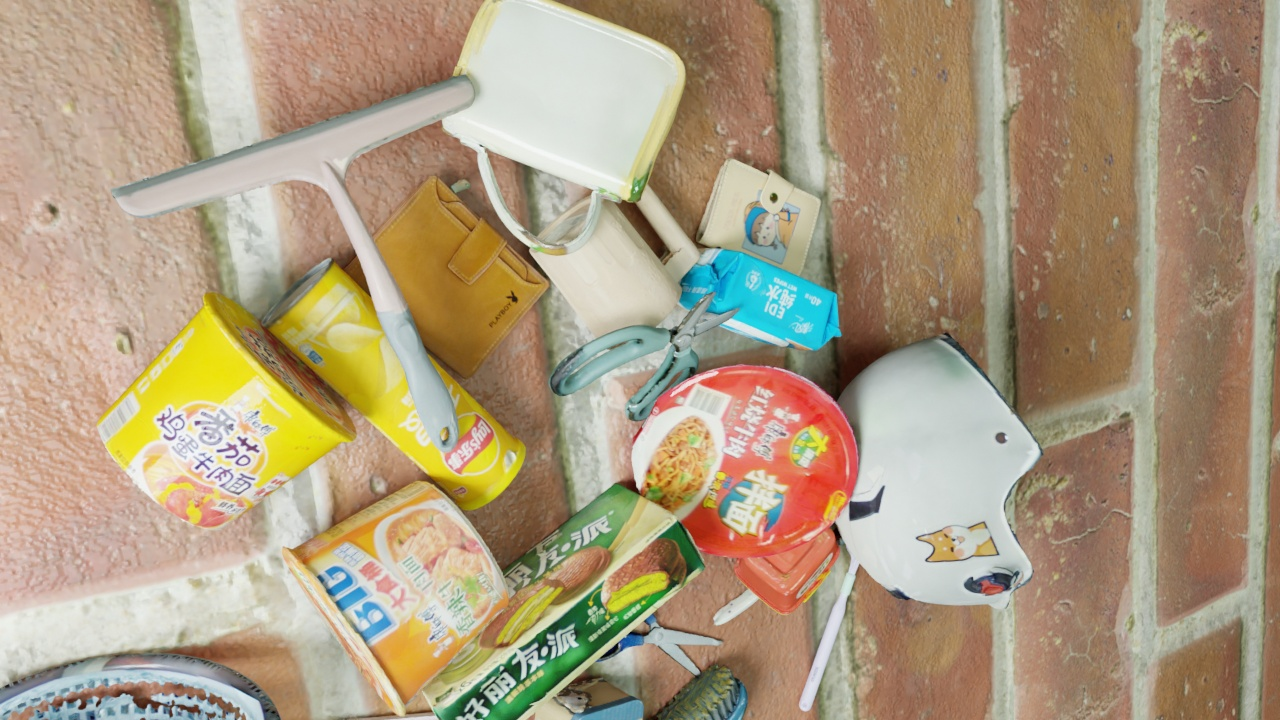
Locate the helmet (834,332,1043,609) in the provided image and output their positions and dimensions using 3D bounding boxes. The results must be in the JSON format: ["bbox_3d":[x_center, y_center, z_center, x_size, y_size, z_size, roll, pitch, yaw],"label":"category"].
[{"bbox_3d":[0.250,0.116,0.861,0.157,0.229,0.274,-9,123,-2],"label":"helmet"}]

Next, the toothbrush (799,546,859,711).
[{"bbox_3d":[0.202,0.278,0.961,0.021,0.029,0.189,18,90,-65],"label":"toothbrush"}]

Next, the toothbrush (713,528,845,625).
[{"bbox_3d":[0.149,0.215,0.927,0.187,0.016,0.017,-30,120,-20],"label":"toothbrush"}]

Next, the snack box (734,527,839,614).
[{"bbox_3d":[0.138,0.183,0.871,0.091,0.082,0.080,-47,158,-13],"label":"snack box"}]

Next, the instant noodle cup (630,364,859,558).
[{"bbox_3d":[0.092,0.079,0.815,0.194,0.065,0.194,2,115,4],"label":"instant noodle cup"}]

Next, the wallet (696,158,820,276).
[{"bbox_3d":[0.112,-0.132,0.851,0.115,0.024,0.087,18,94,-27],"label":"wallet"}]

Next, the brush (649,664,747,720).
[{"bbox_3d":[0.048,0.360,0.875,0.143,0.055,0.073,-41,116,-16],"label":"brush"}]

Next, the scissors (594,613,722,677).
[{"bbox_3d":[0.004,0.259,0.862,0.156,0.012,0.165,-27,110,-23],"label":"scissors"}]

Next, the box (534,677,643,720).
[{"bbox_3d":[-0.054,0.382,0.815,0.089,0.059,0.184,0,97,-43],"label":"box"}]

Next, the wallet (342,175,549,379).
[{"bbox_3d":[-0.148,-0.070,0.726,0.130,0.035,0.119,43,85,-25],"label":"wallet"}]

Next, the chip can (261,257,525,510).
[{"bbox_3d":[-0.183,0.022,0.698,0.072,0.072,0.213,-48,114,-13],"label":"chip can"}]

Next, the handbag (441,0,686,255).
[{"bbox_3d":[-0.067,-0.171,0.698,0.163,0.063,0.178,21,81,0],"label":"handbag"}]

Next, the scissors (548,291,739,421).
[{"bbox_3d":[-0.004,0.004,0.747,0.179,0.171,0.019,-9,58,-35],"label":"scissors"}]

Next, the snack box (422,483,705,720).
[{"bbox_3d":[-0.072,0.206,0.757,0.239,0.114,0.063,-36,111,-17],"label":"snack box"}]

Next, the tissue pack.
[{"bbox_3d":[0.102,-0.052,0.819,0.140,0.090,0.063,20,89,-28],"label":"tissue pack"}]

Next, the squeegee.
[{"bbox_3d":[-0.176,-0.044,0.633,0.247,0.040,0.250,-28,108,-25],"label":"squeegee"}]

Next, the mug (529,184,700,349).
[{"bbox_3d":[-0.016,-0.088,0.761,0.124,0.084,0.103,-48,114,-22],"label":"mug"}]

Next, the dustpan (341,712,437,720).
[{"bbox_3d":[-0.237,0.401,0.765,0.273,0.138,0.222,8,96,1],"label":"dustpan"}]

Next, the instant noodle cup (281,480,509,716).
[{"bbox_3d":[-0.177,0.169,0.687,0.111,0.152,0.151,-35,112,-27],"label":"instant noodle cup"}]

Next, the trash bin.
[{"bbox_3d":[-0.352,0.340,0.598,0.226,0.226,0.195,-3,112,-27],"label":"trash bin"}]

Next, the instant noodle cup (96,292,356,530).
[{"bbox_3d":[-0.281,0.040,0.622,0.109,0.138,0.138,-44,114,-6],"label":"instant noodle cup"}]
